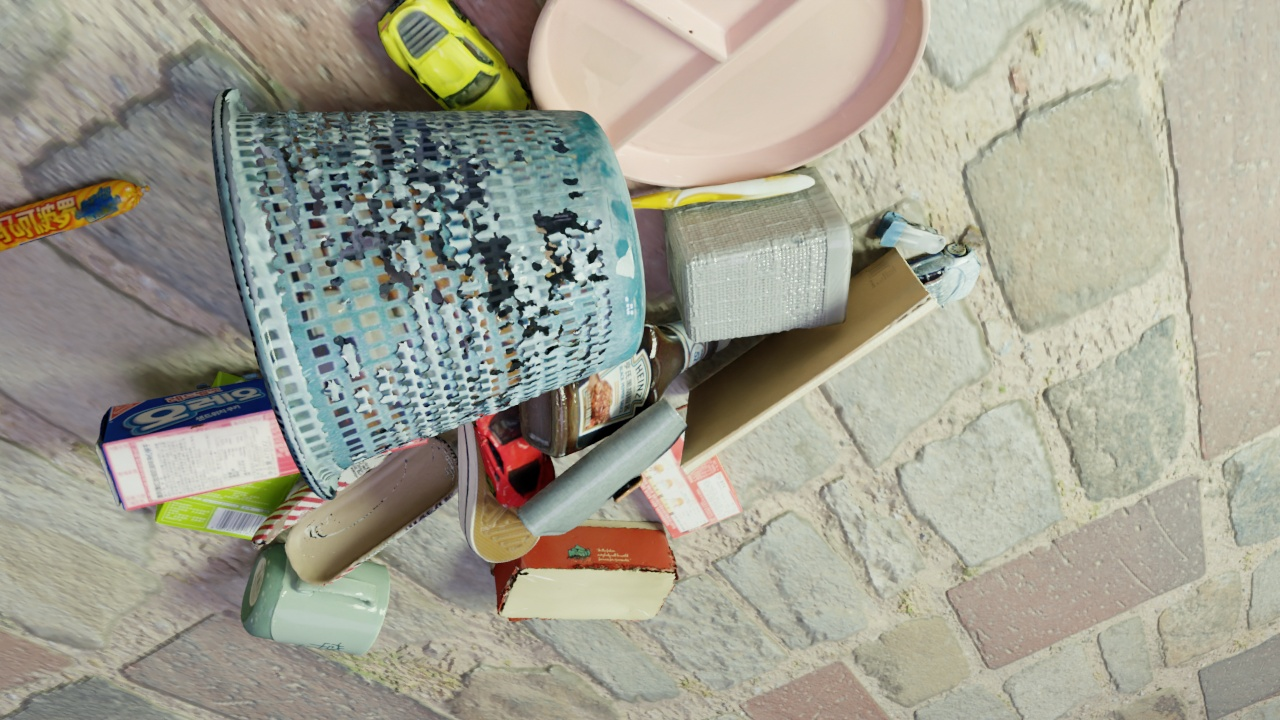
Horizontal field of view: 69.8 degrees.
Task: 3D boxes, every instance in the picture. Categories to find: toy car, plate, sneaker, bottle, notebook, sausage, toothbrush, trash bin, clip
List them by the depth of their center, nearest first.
[{"bbox_3d":[-0.109,-0.053,0.526,0.195,0.226,0.227,-13,135,-13],"label":"trash bin"},{"bbox_3d":[0.049,-0.179,0.536,0.229,0.028,0.230,-4,154,-2],"label":"plate"},{"bbox_3d":[-0.106,-0.170,0.543,0.048,0.032,0.105,-35,134,15],"label":"toy car"},{"bbox_3d":[-0.375,-0.080,0.551,0.165,0.021,0.021,-18,135,-1],"label":"sausage"},{"bbox_3d":[0.024,-0.107,0.629,0.191,0.018,0.016,-7,158,5],"label":"toothbrush"},{"bbox_3d":[-0.090,0.055,0.645,0.049,0.031,0.106,-23,120,-23],"label":"toy car"},{"bbox_3d":[-0.004,0.004,0.668,0.194,0.044,0.080,-25,126,-43],"label":"bottle"},{"bbox_3d":[0.118,-0.006,0.698,0.212,0.149,0.012,-36,103,17],"label":"notebook"},{"bbox_3d":[-0.107,0.033,0.700,0.118,0.088,0.241,-4,113,-30],"label":"sneaker"},{"bbox_3d":[0.213,-0.099,0.721,0.057,0.035,0.025,10,127,-20],"label":"clip"},{"bbox_3d":[0.231,-0.060,0.753,0.105,0.031,0.049,-19,137,-1],"label":"toy car"}]

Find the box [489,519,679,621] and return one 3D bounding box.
[{"bbox_3d":[-0.054,0.211,0.888,0.168,0.078,0.092,7,129,-22],"label":"box"}]

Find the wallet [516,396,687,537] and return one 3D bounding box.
[{"bbox_3d":[-0.020,0.083,0.665,0.129,0.037,0.106,-39,167,-1],"label":"wallet"}]

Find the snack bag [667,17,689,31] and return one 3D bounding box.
[{"bbox_3d":[0.007,-0.199,0.553,0.105,0.026,0.045,7,126,-24],"label":"snack bag"}]

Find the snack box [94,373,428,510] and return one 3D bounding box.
[{"bbox_3d":[-0.260,0.046,0.647,0.207,0.057,0.058,-12,120,-20],"label":"snack box"}]

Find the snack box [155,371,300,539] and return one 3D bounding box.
[{"bbox_3d":[-0.312,0.080,0.719,0.085,0.026,0.157,18,125,-31],"label":"snack box"}]

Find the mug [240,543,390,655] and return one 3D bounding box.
[{"bbox_3d":[-0.279,0.205,0.799,0.106,0.082,0.112,22,148,-29],"label":"mug"}]

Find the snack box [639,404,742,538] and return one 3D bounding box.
[{"bbox_3d":[0.039,0.107,0.855,0.075,0.025,0.153,-23,135,6],"label":"snack box"}]

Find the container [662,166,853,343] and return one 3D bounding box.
[{"bbox_3d":[0.080,-0.072,0.655,0.114,0.090,0.090,-11,134,-3],"label":"container"}]

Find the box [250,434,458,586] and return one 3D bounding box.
[{"bbox_3d":[-0.222,0.117,0.735,0.162,0.076,0.087,-38,102,-1],"label":"box"}]
